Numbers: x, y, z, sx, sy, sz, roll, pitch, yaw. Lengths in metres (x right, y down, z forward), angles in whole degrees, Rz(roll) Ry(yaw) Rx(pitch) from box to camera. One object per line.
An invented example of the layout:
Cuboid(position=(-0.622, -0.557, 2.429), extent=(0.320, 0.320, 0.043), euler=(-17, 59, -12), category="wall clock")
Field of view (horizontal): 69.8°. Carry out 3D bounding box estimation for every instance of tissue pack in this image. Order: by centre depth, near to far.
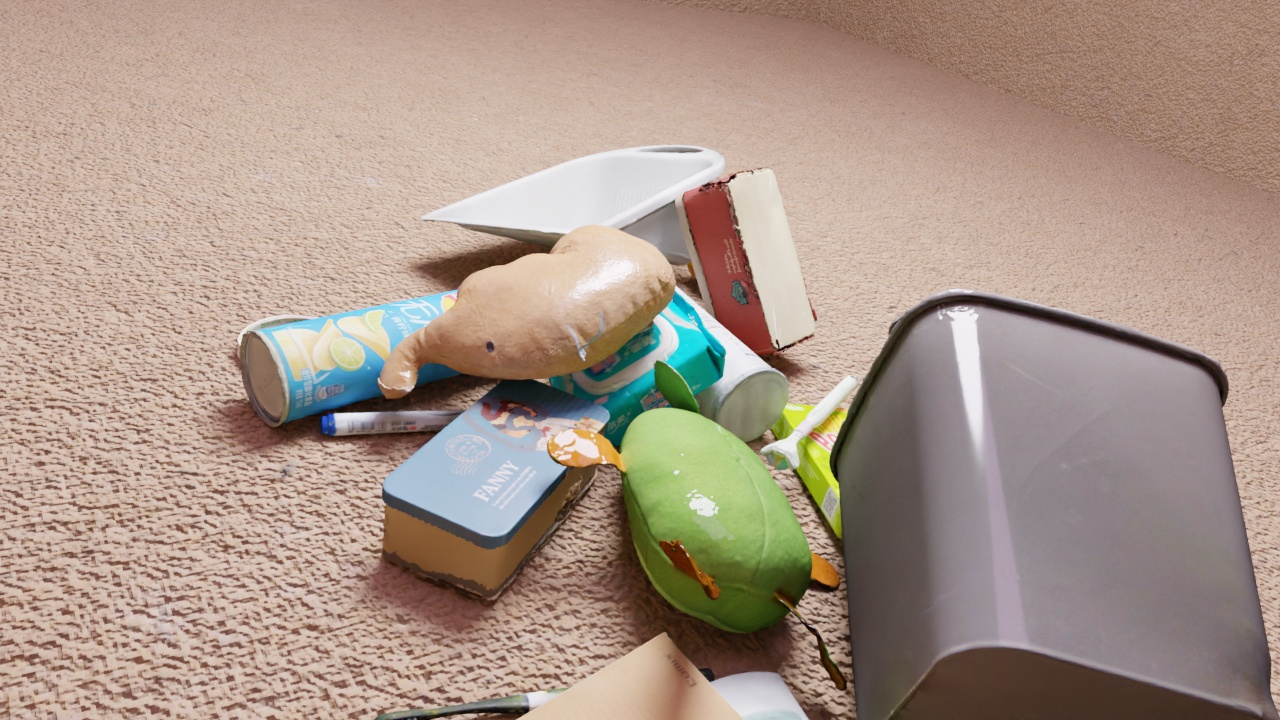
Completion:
Cuboid(position=(-0.004, 0.004, 0.720), extent=(0.133, 0.050, 0.093), euler=(-32, 43, -7), category="tissue pack")

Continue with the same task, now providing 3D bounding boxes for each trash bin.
Cuboid(position=(0.213, 0.114, 0.507), extent=(0.199, 0.199, 0.219), euler=(15, 45, 1), category="trash bin")

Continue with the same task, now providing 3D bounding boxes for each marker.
Cuboid(position=(-0.158, 0.045, 0.674), extent=(0.145, 0.017, 0.017), euler=(-1, 32, -24), category="marker")

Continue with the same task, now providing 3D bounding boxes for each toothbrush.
Cuboid(position=(-0.044, 0.181, 0.482), extent=(0.185, 0.012, 0.017), euler=(0, 37, -23), category="toothbrush")
Cuboid(position=(0.143, 0.044, 0.736), extent=(0.029, 0.020, 0.189), euler=(27, 28, 19), category="toothbrush")

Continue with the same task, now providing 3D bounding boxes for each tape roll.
Cuboid(position=(-0.273, -0.010, 0.727), extent=(0.086, 0.014, 0.085), euler=(10, 28, -6), category="tape roll")

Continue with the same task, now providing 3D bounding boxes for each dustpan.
Cuboid(position=(-0.042, -0.178, 0.921), extent=(0.223, 0.142, 0.257), euler=(11, 2, 37), category="dustpan")

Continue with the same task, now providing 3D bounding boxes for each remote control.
Cuboid(position=(0.077, 0.215, 0.461), extent=(0.056, 0.019, 0.135), euler=(-2, 32, -25), category="remote control")

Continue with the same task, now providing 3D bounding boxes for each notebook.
Cuboid(position=(-0.021, 0.219, 0.404), extent=(0.211, 0.012, 0.149), euler=(-19, 42, -35), category="notebook")

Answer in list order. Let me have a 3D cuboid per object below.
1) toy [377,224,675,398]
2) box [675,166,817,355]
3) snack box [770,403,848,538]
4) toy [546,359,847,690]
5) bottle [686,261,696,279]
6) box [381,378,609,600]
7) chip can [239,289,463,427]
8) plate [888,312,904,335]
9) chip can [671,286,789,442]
Cuboid(position=(-0.078, -0.032, 0.661), extent=(0.225, 0.082, 0.143), euler=(-28, 30, -28), category="toy")
Cuboid(position=(0.107, -0.090, 0.852), extent=(0.080, 0.168, 0.091), euler=(-11, 8, 43), category="box")
Cuboid(position=(0.166, 0.084, 0.718), extent=(0.085, 0.026, 0.156), euler=(6, 26, -14), category="snack box")
Cuboid(position=(0.043, 0.099, 0.580), extent=(0.227, 0.090, 0.246), euler=(32, 15, -21), category="toy")
Cuboid(position=(0.095, -0.095, 0.978), extent=(0.063, 0.063, 0.108), euler=(-2, 32, -26), category="bottle")
Cuboid(position=(-0.093, 0.079, 0.595), extent=(0.090, 0.061, 0.183), euler=(19, 28, 12), category="box")
Cuboid(position=(-0.188, -0.010, 0.702), extent=(0.209, 0.071, 0.071), euler=(-18, 41, -43), category="chip can")
Cuboid(position=(0.316, -0.009, 0.831), extent=(0.179, 0.179, 0.024), euler=(20, 70, 12), category="plate")
Cuboid(position=(0.038, -0.017, 0.806), extent=(0.071, 0.071, 0.214), euler=(-6, 34, -31), category="chip can")
